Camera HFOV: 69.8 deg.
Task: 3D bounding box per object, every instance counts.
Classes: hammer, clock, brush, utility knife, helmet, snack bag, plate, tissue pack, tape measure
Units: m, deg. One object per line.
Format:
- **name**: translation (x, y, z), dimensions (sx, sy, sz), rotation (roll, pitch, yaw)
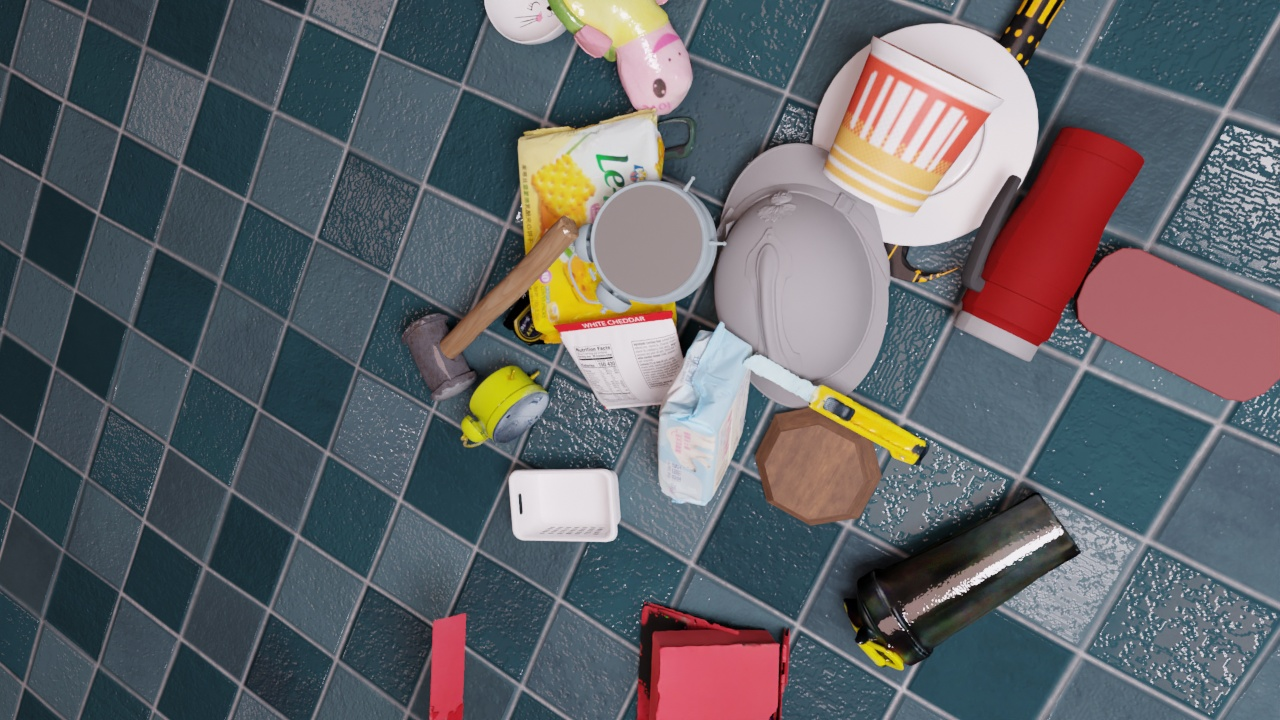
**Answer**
- **hammer**: translation (-0.164, -0.058, 1.006), dimensions (0.329, 0.052, 0.098), rotation (-35, 80, 43)
- **clock**: translation (0.001, -0.111, 0.914), dimensions (0.159, 0.045, 0.122), rotation (-26, 87, 15)
- **brush**: translation (0.479, -0.033, 0.817), dimensions (0.173, 0.041, 0.082), rotation (31, 104, 17)
- **utility knife**: translation (0.192, 0.048, 0.888), dimensions (0.224, 0.019, 0.030), rotation (28, 91, -15)
- **helmet**: translation (0.139, -0.071, 0.892), dimensions (0.184, 0.117, 0.271), rotation (1, 103, 26)
- **snack bag**: translation (-0.006, 0.006, 0.974), dimensions (0.131, 0.144, 0.039), rotation (-6, 48, 22)
- **plate**: translation (0.180, 0.112, 0.946), dimensions (0.131, 0.025, 0.131), rotation (4, 102, 19)
- **snack bag**: translation (-0.043, -0.136, 0.986), dimensions (0.160, 0.068, 0.247), rotation (-2, 95, 18)
- **tissue pack**: translation (0.060, 0.056, 0.907), dimensions (0.070, 0.182, 0.111), rotation (19, 57, 15)
- **plate**: translation (0.264, -0.214, 0.873), dimensions (0.209, 0.015, 0.208), rotation (2, 95, 27)
- **clock**: translation (-0.159, 0.060, 1.054), dimensions (0.057, 0.083, 0.119), rotation (45, 104, 19)
- **tape measure**: translation (-0.119, -0.048, 1.057), dimensions (0.061, 0.034, 0.062), rotation (42, 108, 17)
- **hammer**: translation (0.317, -0.223, 0.875), dimensions (0.123, 0.036, 0.321), rotation (33, 107, 16)

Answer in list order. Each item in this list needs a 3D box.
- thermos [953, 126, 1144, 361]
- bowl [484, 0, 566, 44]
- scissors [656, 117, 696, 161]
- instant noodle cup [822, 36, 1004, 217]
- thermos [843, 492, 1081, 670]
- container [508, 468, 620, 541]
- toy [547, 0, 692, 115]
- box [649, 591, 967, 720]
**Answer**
- **thermos**: translation (0.357, -0.108, 0.830), dimensions (0.108, 0.084, 0.199), rotation (22, 101, -19)
- **bowl**: translation (-0.112, -0.406, 1.020), dimensions (0.115, 0.050, 0.114), rotation (1, 94, 21)
- **scissors**: translation (-0.010, -0.167, 1.017), dimensions (0.202, 0.015, 0.204), rotation (-21, 87, 21)
- **instant noodle cup**: translation (0.233, -0.204, 0.819), dimensions (0.123, 0.123, 0.121), rotation (34, 115, 16)
- **thermos**: translation (0.303, 0.212, 0.878), dimensions (0.221, 0.098, 0.098), rotation (-35, 81, 16)
- **container**: translation (-0.081, 0.161, 1.047), dimensions (0.129, 0.049, 0.081), rotation (-3, 92, 22)
- **toy**: translation (-0.029, -0.363, 0.943), dimensions (0.238, 0.189, 0.088), rotation (47, 141, -15)
- **box**: translation (0.207, 0.389, 1.062), dimensions (0.171, 0.477, 0.214), rotation (6, 96, 44)
